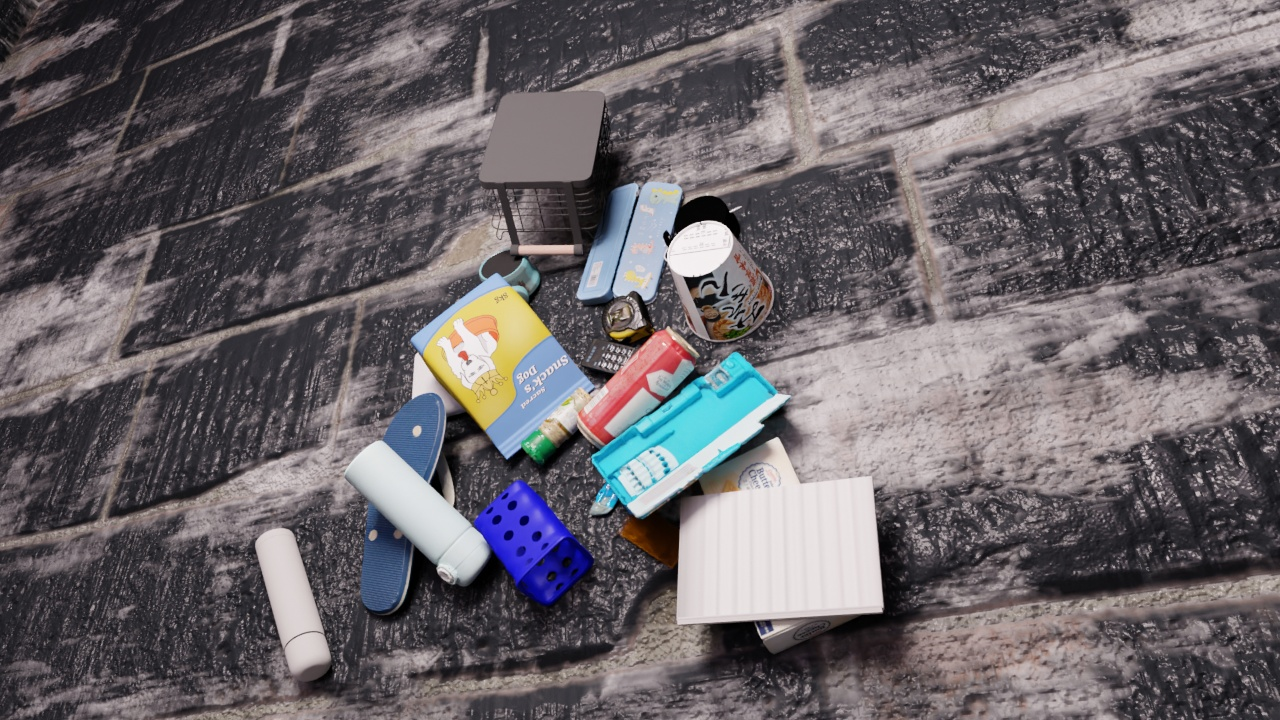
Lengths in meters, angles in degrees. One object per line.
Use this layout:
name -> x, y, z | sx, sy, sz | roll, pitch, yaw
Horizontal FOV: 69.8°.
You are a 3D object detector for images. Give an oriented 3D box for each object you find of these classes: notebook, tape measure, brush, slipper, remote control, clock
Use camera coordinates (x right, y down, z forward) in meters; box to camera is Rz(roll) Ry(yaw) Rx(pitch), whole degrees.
notebook -> 0.139, 0.197, 0.950 | 0.210, 0.009, 0.142 | -10, 55, 20
tape measure -> -0.022, -0.058, 1.250 | 0.063, 0.038, 0.067 | -25, 63, 16
brush -> 0.033, 0.212, 1.062 | 0.126, 0.017, 0.048 | 26, 73, 36
slipper -> -0.308, 0.189, 1.223 | 0.118, 0.060, 0.294 | -3, 71, 31
remote control -> -0.007, 0.007, 1.217 | 0.150, 0.022, 0.047 | 14, 66, 31
clock -> -0.202, -0.114, 1.367 | 0.090, 0.053, 0.124 | -4, 46, 21
clock -> 0.083, -0.177, 1.279 | 0.091, 0.042, 0.120 | 31, 76, 37

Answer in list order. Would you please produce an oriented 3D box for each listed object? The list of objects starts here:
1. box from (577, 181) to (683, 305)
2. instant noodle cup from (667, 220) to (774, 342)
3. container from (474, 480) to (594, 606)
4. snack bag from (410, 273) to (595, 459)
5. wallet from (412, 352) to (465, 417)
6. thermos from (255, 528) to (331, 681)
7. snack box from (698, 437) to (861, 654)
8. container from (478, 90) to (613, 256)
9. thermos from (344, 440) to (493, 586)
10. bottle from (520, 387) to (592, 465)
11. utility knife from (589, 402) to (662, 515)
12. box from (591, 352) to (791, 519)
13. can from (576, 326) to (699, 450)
box -> -0.016, -0.174, 1.333 | 0.128, 0.034, 0.208 | 0, 61, 28
instant noodle cup -> 0.096, -0.107, 1.175 | 0.124, 0.122, 0.123 | -13, 54, 18
container -> -0.129, 0.217, 1.096 | 0.084, 0.085, 0.113 | -43, 50, -6
snack bag -> -0.185, 0.010, 1.244 | 0.159, 0.102, 0.205 | -40, 76, -12
wallet -> -0.272, 0.026, 1.325 | 0.115, 0.037, 0.118 | -15, 57, 17
thermos -> -0.459, 0.320, 1.211 | 0.052, 0.052, 0.224 | -37, 50, -1
snack box -> 0.146, 0.196, 0.991 | 0.104, 0.057, 0.207 | -27, 52, 7
container -> -0.133, -0.284, 1.369 | 0.163, 0.130, 0.240 | 0, 52, 7
thermos -> -0.272, 0.191, 1.138 | 0.207, 0.065, 0.077 | 43, 42, 4
bottle -> -0.105, 0.086, 1.198 | 0.111, 0.043, 0.043 | -44, 51, -7
utility knife -> -0.014, 0.119, 1.150 | 0.031, 0.015, 0.174 | 17, 66, 29
box -> 0.069, 0.098, 1.075 | 0.227, 0.072, 0.182 | -36, 28, -6
can -> -0.004, 0.036, 1.147 | 0.170, 0.067, 0.067 | -47, 50, 6
